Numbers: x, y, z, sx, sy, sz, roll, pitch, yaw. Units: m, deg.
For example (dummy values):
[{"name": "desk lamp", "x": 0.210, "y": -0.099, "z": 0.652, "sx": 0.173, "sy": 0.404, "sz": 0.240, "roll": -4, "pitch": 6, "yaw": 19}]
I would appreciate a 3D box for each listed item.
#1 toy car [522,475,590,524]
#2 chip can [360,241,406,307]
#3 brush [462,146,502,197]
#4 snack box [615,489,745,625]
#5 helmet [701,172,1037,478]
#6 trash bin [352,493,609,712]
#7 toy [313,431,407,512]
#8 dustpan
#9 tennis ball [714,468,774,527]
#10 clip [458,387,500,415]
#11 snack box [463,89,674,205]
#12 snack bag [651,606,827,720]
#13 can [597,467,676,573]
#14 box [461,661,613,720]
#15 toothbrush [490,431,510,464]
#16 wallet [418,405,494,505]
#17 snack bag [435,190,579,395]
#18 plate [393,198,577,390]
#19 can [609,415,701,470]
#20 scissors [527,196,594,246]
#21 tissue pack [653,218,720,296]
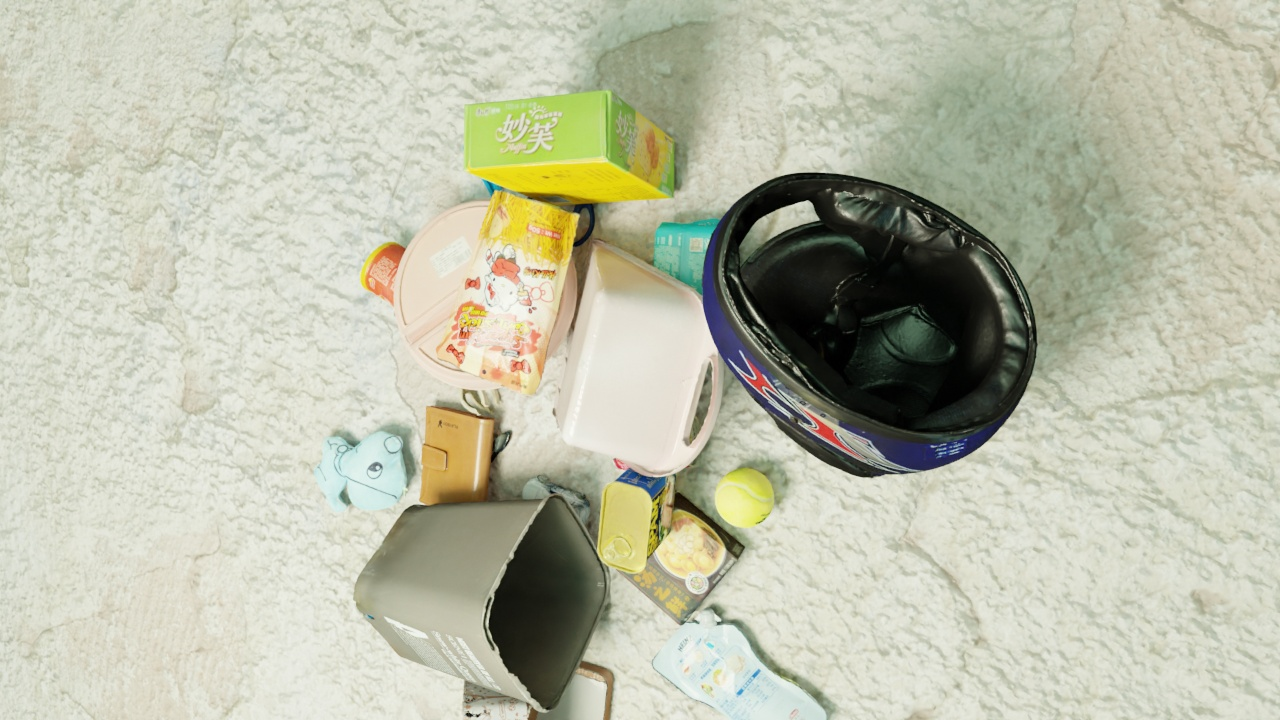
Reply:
[{"name": "toy car", "x": -0.105, "y": 0.175, "z": 1.126, "sx": 0.091, "sy": 0.034, "sz": 0.043, "roll": 22, "pitch": 107, "yaw": 20}, {"name": "chip can", "x": -0.244, "y": -0.065, "z": 1.133, "sx": 0.216, "sy": 0.073, "sz": 0.073, "roll": 33, "pitch": 107, "yaw": 16}, {"name": "brush", "x": -0.155, "y": -0.153, "z": 1.108, "sx": 0.083, "sy": 0.045, "sz": 0.254, "roll": -28, "pitch": 82, "yaw": 27}, {"name": "snack box", "x": 0.038, "y": 0.222, "z": 1.067, "sx": 0.125, "sy": 0.053, "sz": 0.113, "roll": 38, "pitch": 109, "yaw": 8}, {"name": "helmet", "x": 0.193, "y": -0.032, "z": 0.855, "sx": 0.315, "sy": 0.240, "sz": 0.247, "roll": 28, "pitch": 82, "yaw": -4}, {"name": "trash bin", "x": -0.188, "y": 0.271, "z": 1.072, "sx": 0.220, "sy": 0.198, "sz": 0.199, "roll": -1, "pitch": 131, "yaw": 29}, {"name": "toy", "x": -0.369, "y": 0.150, "z": 1.222, "sx": 0.156, "sy": 0.049, "sz": 0.162, "roll": 34, "pitch": 112, "yaw": 18}, {"name": "dustpan", "x": -0.006, "y": 0.006, "z": 0.995, "sx": 0.139, "sy": 0.273, "sz": 0.223, "roll": 11, "pitch": 106, "yaw": -9}, {"name": "tennis ball", "x": 0.115, "y": 0.152, "z": 1.015, "sx": 0.065, "sy": 0.065, "sz": 0.065, "roll": 3, "pitch": 97, "yaw": 22}, {"name": "clip", "x": -0.216, "y": 0.025, "z": 1.156, "sx": 0.071, "sy": 0.034, "sz": 0.100, "roll": -48, "pitch": 70, "yaw": 20}, {"name": "snack box", "x": -0.066, "y": -0.215, "z": 0.957, "sx": 0.158, "sy": 0.209, "sz": 0.070, "roll": 0, "pitch": 89, "yaw": 19}, {"name": "snack bag", "x": 0.113, "y": 0.377, "z": 1.059, "sx": 0.191, "sy": 0.038, "sz": 0.110, "roll": 40, "pitch": 114, "yaw": 15}, {"name": "can", "x": -0.001, "y": 0.164, "z": 0.992, "sx": 0.057, "sy": 0.083, "sz": 0.102, "roll": 13, "pitch": 111, "yaw": 20}, {"name": "box", "x": -0.125, "y": 0.468, "z": 1.129, "sx": 0.187, "sy": 0.155, "sz": 0.183, "roll": 1, "pitch": 101, "yaw": -7}, {"name": "toothbrush", "x": -0.219, "y": 0.162, "z": 1.180, "sx": 0.014, "sy": 0.016, "sz": 0.189, "roll": 45, "pitch": 112, "yaw": 22}, {"name": "wallet", "x": -0.235, "y": 0.128, "z": 1.166, "sx": 0.108, "sy": 0.031, "sz": 0.132, "roll": 11, "pitch": 98, "yaw": 31}, {"name": "snack bag", "x": -0.145, "y": -0.078, "z": 1.020, "sx": 0.129, "sy": 0.073, "sz": 0.208, "roll": 19, "pitch": 95, "yaw": 13}, {"name": "plate", "x": -0.187, "y": -0.080, "z": 1.070, "sx": 0.230, "sy": 0.028, "sz": 0.229, "roll": -2, "pitch": 83, "yaw": 14}, {"name": "can", "x": 0.017, "y": 0.092, "z": 1.047, "sx": 0.094, "sy": 0.066, "sz": 0.066, "roll": -3, "pitch": 95, "yaw": 22}, {"name": "scissors", "x": -0.070, "y": -0.216, "z": 1.076, "sx": 0.157, "sy": 0.012, "sz": 0.165, "roll": 6, "pitch": 97, "yaw": 21}, {"name": "tissue pack", "x": 0.061, "y": -0.091, "z": 1.016, "sx": 0.093, "sy": 0.050, "sz": 0.133, "roll": 6, "pitch": 98, "yaw": 23}]
